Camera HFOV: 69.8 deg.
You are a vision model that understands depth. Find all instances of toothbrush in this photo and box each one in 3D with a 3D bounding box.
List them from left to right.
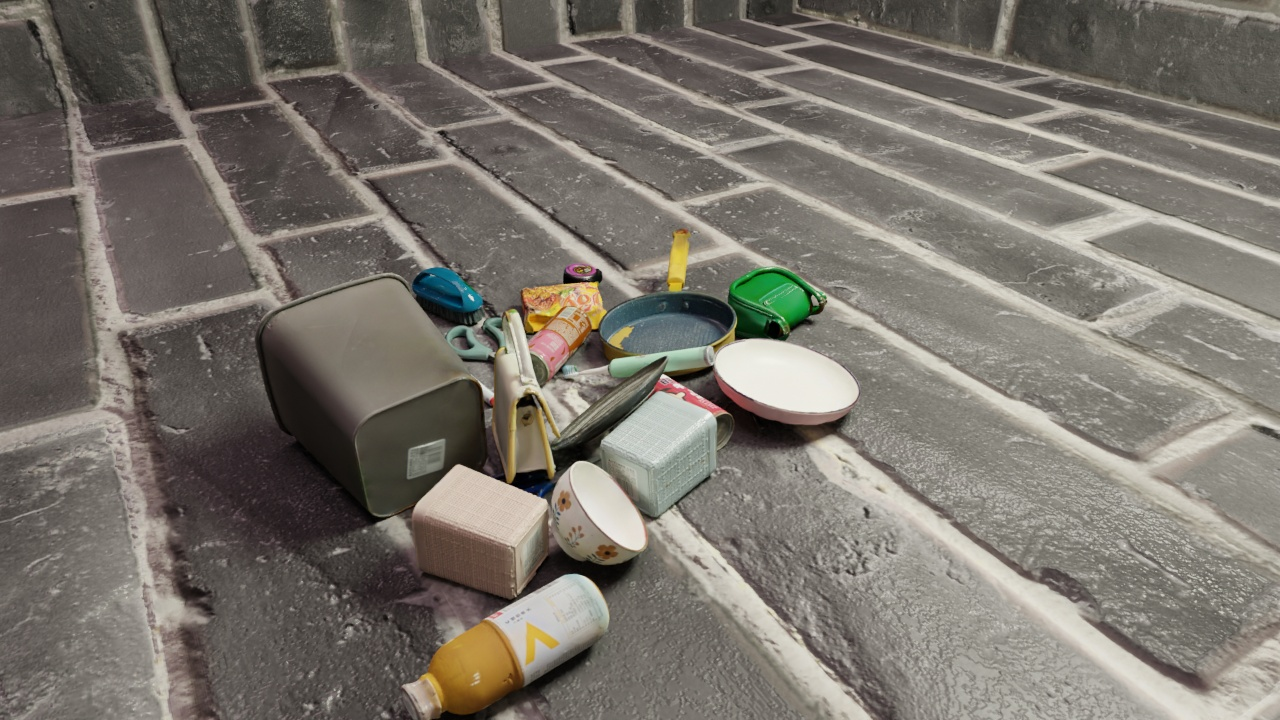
[{"bbox_3d":[-0.007,0.007,1.211,0.225,0.027,0.026,-8,6,28],"label":"toothbrush"},{"bbox_3d":[0.132,0.043,1.211,0.018,0.016,0.181,-12,31,-6],"label":"toothbrush"}]

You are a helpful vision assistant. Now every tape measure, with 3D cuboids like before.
[{"bbox_3d":[-0.096,-0.130,1.486,0.058,0.039,0.056,14,33,15],"label":"tape measure"}]

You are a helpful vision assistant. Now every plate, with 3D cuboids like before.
[{"bbox_3d":[-0.032,0.057,1.099,0.179,0.024,0.179,-36,5,3],"label":"plate"},{"bbox_3d":[0.185,0.032,1.185,0.192,0.039,0.192,8,28,-4],"label":"plate"}]

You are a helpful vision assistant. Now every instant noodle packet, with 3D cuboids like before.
[{"bbox_3d":[-0.117,-0.083,1.404,0.128,0.044,0.110,-5,35,-7],"label":"instant noodle packet"}]

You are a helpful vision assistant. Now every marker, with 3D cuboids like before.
[{"bbox_3d":[-0.235,0.026,1.248,0.017,0.017,0.145,-22,37,-32],"label":"marker"}]

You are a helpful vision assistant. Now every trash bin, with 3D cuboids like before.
[{"bbox_3d":[-0.300,0.045,1.065,0.198,0.199,0.220,-24,45,-31],"label":"trash bin"}]

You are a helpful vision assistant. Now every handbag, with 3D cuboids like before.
[{"bbox_3d":[-0.135,0.035,1.063,0.063,0.179,0.163,-4,21,-16],"label":"handbag"},{"bbox_3d":[0.199,-0.082,1.368,0.120,0.068,0.131,23,39,33],"label":"handbag"}]

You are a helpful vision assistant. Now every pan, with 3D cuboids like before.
[{"bbox_3d":[0.048,-0.096,1.373,0.198,0.078,0.356,0,30,9],"label":"pan"}]

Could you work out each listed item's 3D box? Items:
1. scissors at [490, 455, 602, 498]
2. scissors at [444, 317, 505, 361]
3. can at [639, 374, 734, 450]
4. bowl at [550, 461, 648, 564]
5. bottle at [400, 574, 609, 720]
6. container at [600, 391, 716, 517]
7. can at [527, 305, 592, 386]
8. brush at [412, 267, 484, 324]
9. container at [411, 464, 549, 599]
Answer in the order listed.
[{"bbox_3d":[-0.097,0.142,1.055,0.172,0.012,0.132,-2,29,-3],"label":"scissors"},{"bbox_3d":[-0.200,-0.021,1.325,0.142,0.019,0.180,-23,36,-33],"label":"scissors"},{"bbox_3d":[0.052,0.062,1.144,0.053,0.053,0.133,-24,38,-33],"label":"can"},{"bbox_3d":[-0.052,0.167,0.943,0.062,0.113,0.113,-42,29,15],"label":"bowl"},{"bbox_3d":[-0.117,0.256,0.807,0.189,0.068,0.068,-23,37,-32],"label":"bottle"},{"bbox_3d":[0.018,0.107,1.036,0.090,0.090,0.111,22,40,33],"label":"container"},{"bbox_3d":[-0.121,-0.022,1.286,0.058,0.058,0.146,11,33,19],"label":"can"},{"bbox_3d":[-0.300,-0.106,1.417,0.144,0.074,0.055,24,43,34],"label":"brush"},{"bbox_3d":[-0.157,0.176,0.928,0.111,0.090,0.090,16,34,19],"label":"container"}]
